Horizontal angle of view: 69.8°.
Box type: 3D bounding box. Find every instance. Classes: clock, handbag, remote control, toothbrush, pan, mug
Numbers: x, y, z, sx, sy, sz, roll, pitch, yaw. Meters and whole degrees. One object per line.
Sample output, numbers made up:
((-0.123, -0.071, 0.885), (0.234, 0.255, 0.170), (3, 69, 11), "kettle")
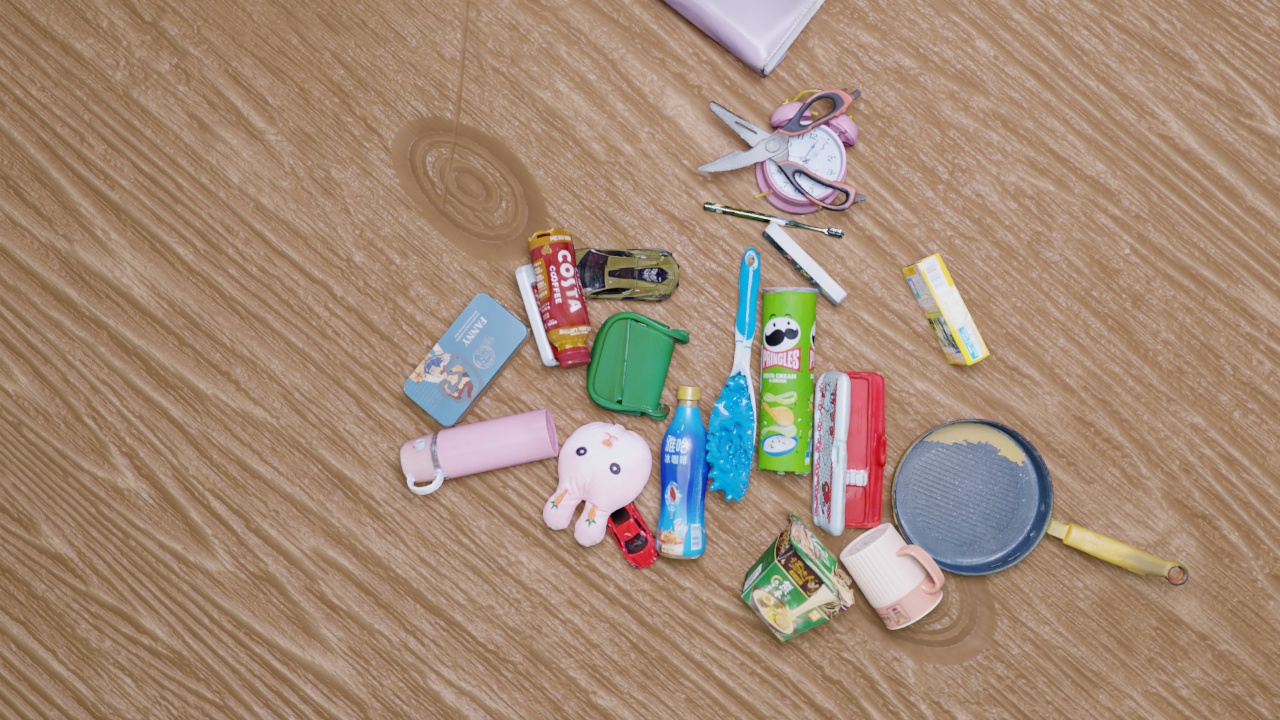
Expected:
((0.212, -0.266, 1.167), (0.117, 0.060, 0.158), (16, 89, 3), "clock")
((-0.007, 0.007, 1.185), (0.120, 0.068, 0.131), (16, 90, -4), "handbag")
((0.208, -0.122, 1.170), (0.019, 0.056, 0.135), (-45, 88, 3), "remote control")
((0.173, -0.183, 1.191), (0.186, 0.017, 0.012), (12, 94, 4), "toothbrush")
((0.122, -0.471, 1.152), (0.197, 0.098, 0.145), (39, 91, 2), "handbag")
((-0.124, -0.060, 1.194), (0.020, 0.055, 0.136), (-18, 89, 32), "remote control")
((0.490, 0.199, 1.142), (0.357, 0.078, 0.197), (20, 92, 4), "pan")
((0.320, 0.264, 1.140), (0.081, 0.115, 0.106), (-33, 85, -35), "mug")

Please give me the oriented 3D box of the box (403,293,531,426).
((-0.219, -0.005, 1.198), (0.090, 0.061, 0.184), (37, 94, 2), "box")

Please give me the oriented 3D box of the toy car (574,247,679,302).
((-0.028, -0.112, 1.195), (0.158, 0.042, 0.070), (1, 90, 6), "toy car")

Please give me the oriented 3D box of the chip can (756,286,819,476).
((0.186, 0.026, 1.165), (0.072, 0.072, 0.236), (2, 91, 4), "chip can")

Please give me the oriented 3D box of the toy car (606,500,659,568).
((-0.014, 0.223, 1.201), (0.049, 0.031, 0.106), (-31, 90, 4), "toy car")

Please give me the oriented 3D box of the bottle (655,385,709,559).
((0.056, 0.142, 1.178), (0.065, 0.065, 0.218), (2, 90, 4), "bottle")

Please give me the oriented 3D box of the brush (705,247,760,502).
((0.126, 0.014, 1.167), (0.060, 0.109, 0.314), (5, 98, 12), "brush")

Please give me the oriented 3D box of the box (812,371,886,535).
((0.263, 0.115, 1.146), (0.095, 0.101, 0.201), (2, 91, 5), "box")

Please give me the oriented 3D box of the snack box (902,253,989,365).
((0.378, -0.062, 1.143), (0.034, 0.087, 0.140), (-25, 89, 4), "snack box")

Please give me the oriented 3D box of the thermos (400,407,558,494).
((-0.209, 0.120, 1.188), (0.198, 0.087, 0.067), (-12, 134, 2), "thermos")

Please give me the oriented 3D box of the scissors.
((0.182, -0.258, 1.131), (0.223, 0.015, 0.189), (-23, 90, 3), "scissors")

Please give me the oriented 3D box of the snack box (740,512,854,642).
((0.189, 0.279, 1.153), (0.106, 0.118, 0.117), (-42, 88, 13), "snack box")

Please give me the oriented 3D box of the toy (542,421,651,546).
((-0.057, 0.156, 1.180), (0.121, 0.054, 0.159), (23, 80, 18), "toy")

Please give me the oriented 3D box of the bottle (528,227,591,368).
((-0.099, -0.078, 1.163), (0.057, 0.057, 0.175), (-13, 80, 4), "bottle")
